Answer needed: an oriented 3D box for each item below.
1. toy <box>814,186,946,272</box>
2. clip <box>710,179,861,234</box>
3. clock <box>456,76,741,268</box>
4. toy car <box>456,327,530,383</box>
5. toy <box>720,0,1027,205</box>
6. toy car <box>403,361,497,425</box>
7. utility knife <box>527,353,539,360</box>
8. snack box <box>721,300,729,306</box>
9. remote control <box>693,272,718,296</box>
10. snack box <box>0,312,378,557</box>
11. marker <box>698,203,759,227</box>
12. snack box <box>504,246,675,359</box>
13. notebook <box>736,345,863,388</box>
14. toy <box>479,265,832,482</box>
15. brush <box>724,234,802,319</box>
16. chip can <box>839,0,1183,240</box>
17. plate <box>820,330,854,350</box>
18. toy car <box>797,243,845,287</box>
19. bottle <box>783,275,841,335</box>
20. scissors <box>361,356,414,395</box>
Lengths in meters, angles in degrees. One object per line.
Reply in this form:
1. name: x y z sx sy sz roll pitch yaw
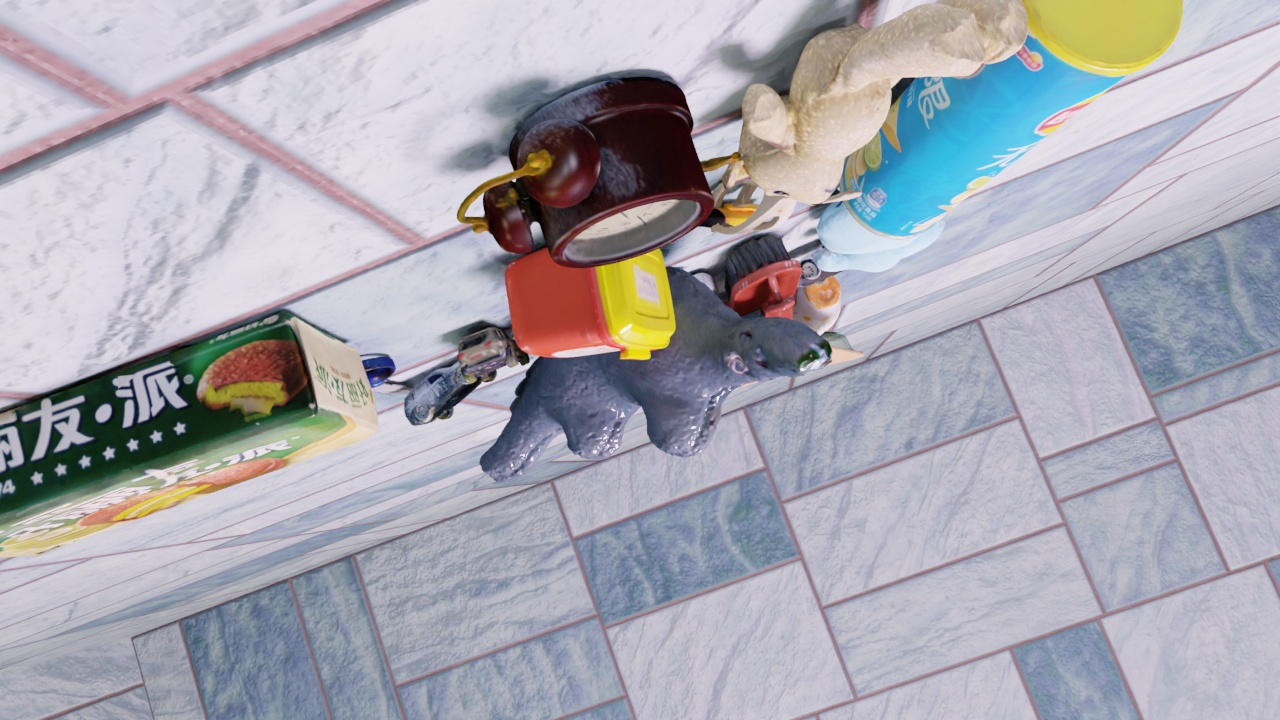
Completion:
1. toy: 0.186 -0.106 0.705 0.156 0.049 0.162 0 162 -42
2. clip: 0.081 -0.102 0.536 0.034 0.070 0.100 -13 176 -37
3. clock: -0.022 -0.077 0.394 0.121 0.055 0.082 -13 169 -33
4. toy car: -0.113 -0.005 0.705 0.042 0.035 0.090 -19 177 3
5. toy: 0.094 -0.114 0.398 0.105 0.066 0.157 -35 -174 -25
6. toy car: -0.160 0.022 0.771 0.091 0.034 0.043 -38 167 17
7. utility knife: -0.028 -0.033 0.749 0.161 0.034 0.018 -22 -147 20
8. snack box: 0.003 0.002 0.951 0.208 0.057 0.058 -25 168 30
9. remote control: 0.001 -0.042 0.789 0.136 0.020 0.056 -22 171 12
10. snack box: -0.288 0.049 0.539 0.240 0.063 0.114 -19 171 -2
11. marker: 0.039 -0.092 0.579 0.123 0.018 0.015 -10 127 -47
12. snack box: -0.031 -0.036 0.562 0.080 0.082 0.091 -13 174 22
13. notebook: 0.097 0.001 0.860 0.150 0.012 0.211 -15 167 36
14. toy: -0.004 0.004 0.667 0.091 0.137 0.357 24 151 -35
15. brush: 0.106 -0.057 0.772 0.063 0.069 0.146 -22 172 2
16. chip can: 0.170 -0.128 0.467 0.071 0.071 0.210 -19 172 -12
17. plate: 0.130 -0.010 1.066 0.230 0.027 0.230 -6 -175 0
18. toy car: 0.182 -0.098 0.819 0.106 0.031 0.049 -27 166 17
19. bottle: 0.175 -0.059 0.939 0.063 0.063 0.108 -19 172 -6
20. scissors: -0.220 0.024 0.719 0.126 0.012 0.174 -18 173 -26
